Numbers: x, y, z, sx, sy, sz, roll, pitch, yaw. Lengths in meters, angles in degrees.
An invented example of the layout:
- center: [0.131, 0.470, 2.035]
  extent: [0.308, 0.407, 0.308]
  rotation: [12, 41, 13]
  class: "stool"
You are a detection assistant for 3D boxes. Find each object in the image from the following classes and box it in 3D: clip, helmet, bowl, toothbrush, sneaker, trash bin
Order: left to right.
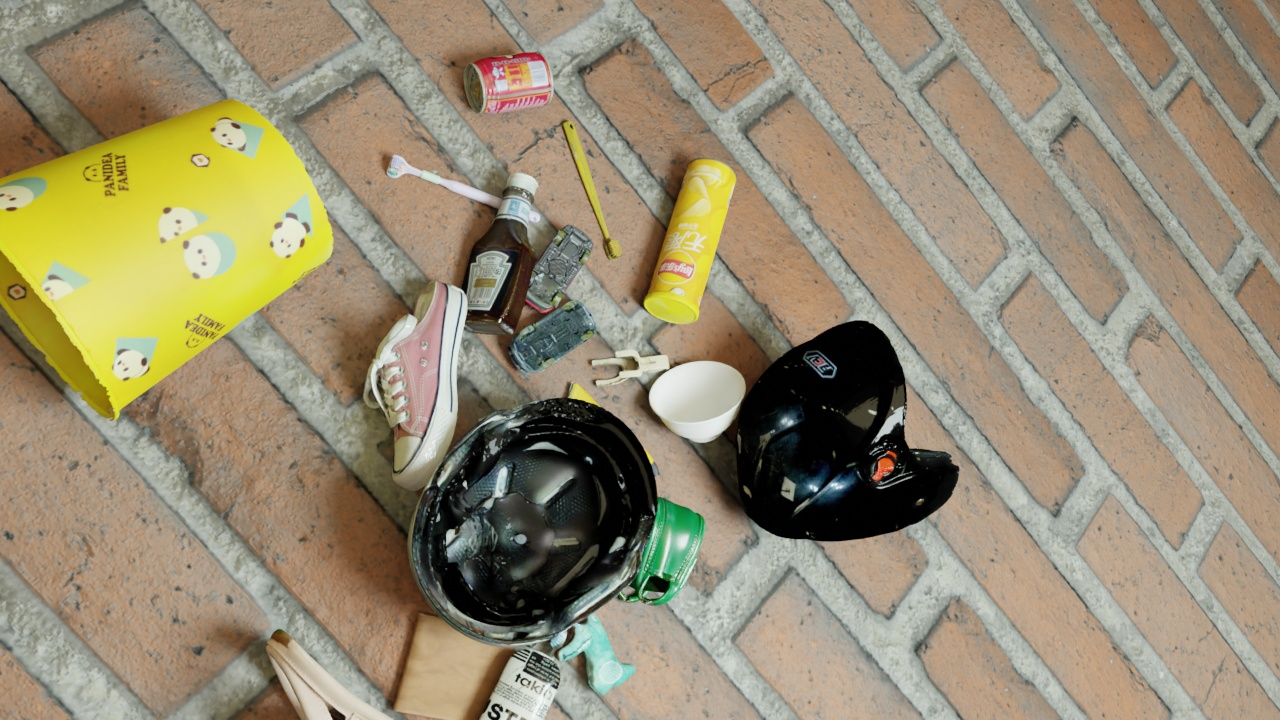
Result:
- center: [-0.451, -0.108, 0.863]
  extent: [0.254, 0.230, 0.229]
  rotation: [-40, 96, -33]
  class: "trash bin"
- center: [-0.247, 0.017, 0.982]
  extent: [0.087, 0.119, 0.240]
  rotation: [21, 61, -34]
  class: "sneaker"
- center: [-0.208, -0.202, 1.101]
  extent: [0.189, 0.029, 0.021]
  rotation: [18, 33, -21]
  class: "toothbrush"
- center: [-0.124, 0.178, 0.971]
  extent: [0.230, 0.157, 0.273]
  rotation: [47, 54, -2]
  class: "helmet"
- center: [-0.126, 0.395, 0.989]
  extent: [0.026, 0.027, 0.220]
  rotation: [52, 54, -51]
  class: "toothbrush"
- center: [-0.061, -0.218, 1.173]
  extent: [0.015, 0.017, 0.190]
  rotation: [-17, 85, -30]
  class: "toothbrush"
- center: [-0.005, 0.006, 1.118]
  extent: [0.102, 0.095, 0.035]
  rotation: [-8, 81, -15]
  class: "clip"
- center: [0.074, 0.061, 1.133]
  extent: [0.118, 0.118, 0.065]
  rotation: [-36, 133, -27]
  class: "bowl"
- center: [0.227, 0.091, 1.098]
  extent: [0.230, 0.233, 0.275]
  rotation: [-14, 124, -12]
  class: "helmet"

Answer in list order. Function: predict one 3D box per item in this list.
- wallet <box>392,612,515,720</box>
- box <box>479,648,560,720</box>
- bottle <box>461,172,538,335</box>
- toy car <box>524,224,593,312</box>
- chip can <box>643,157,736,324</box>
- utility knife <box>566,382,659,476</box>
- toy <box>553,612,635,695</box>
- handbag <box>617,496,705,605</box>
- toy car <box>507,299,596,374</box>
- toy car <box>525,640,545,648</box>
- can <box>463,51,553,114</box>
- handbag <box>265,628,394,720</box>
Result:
- center: [-0.195, 0.332, 0.978]
  extent: [0.115, 0.020, 0.101]
  rotation: [21, 69, -22]
  class: "wallet"
- center: [-0.138, 0.381, 0.954]
  extent: [0.069, 0.052, 0.164]
  rotation: [28, 67, -11]
  class: "box"
- center: [-0.160, -0.126, 1.073]
  extent: [0.044, 0.080, 0.194]
  rotation: [42, 56, -59]
  class: "bottle"
- center: [-0.103, -0.109, 1.111]
  extent: [0.053, 0.045, 0.120]
  rotation: [37, 60, -10]
  class: "toy car"
- center: [0.066, -0.155, 1.186]
  extent: [0.072, 0.072, 0.213]
  rotation: [24, 68, -18]
  class: "chip can"
- center: [-0.035, 0.087, 1.112]
  extent: [0.156, 0.015, 0.033]
  rotation: [47, 57, -6]
  class: "utility knife"
- center: [-0.054, 0.331, 1.033]
  extent: [0.096, 0.030, 0.092]
  rotation: [-17, 81, -47]
  class: "toy"
- center: [0.013, 0.217, 1.038]
  extent: [0.068, 0.131, 0.120]
  rotation: [25, 71, -13]
  class: "handbag"
- center: [-0.105, -0.028, 1.098]
  extent: [0.120, 0.037, 0.054]
  rotation: [-37, 94, -37]
  class: "toy car"
- center: [-0.097, 0.273, 1.023]
  extent: [0.032, 0.048, 0.105]
  rotation: [38, 62, 20]
  class: "toy car"
- center: [-0.163, -0.341, 1.128]
  extent: [0.093, 0.067, 0.066]
  rotation: [-18, 86, -27]
  class: "can"
- center: [-0.270, 0.345, 0.855]
  extent: [0.234, 0.194, 0.093]
  rotation: [46, 61, 3]
  class: "handbag"
